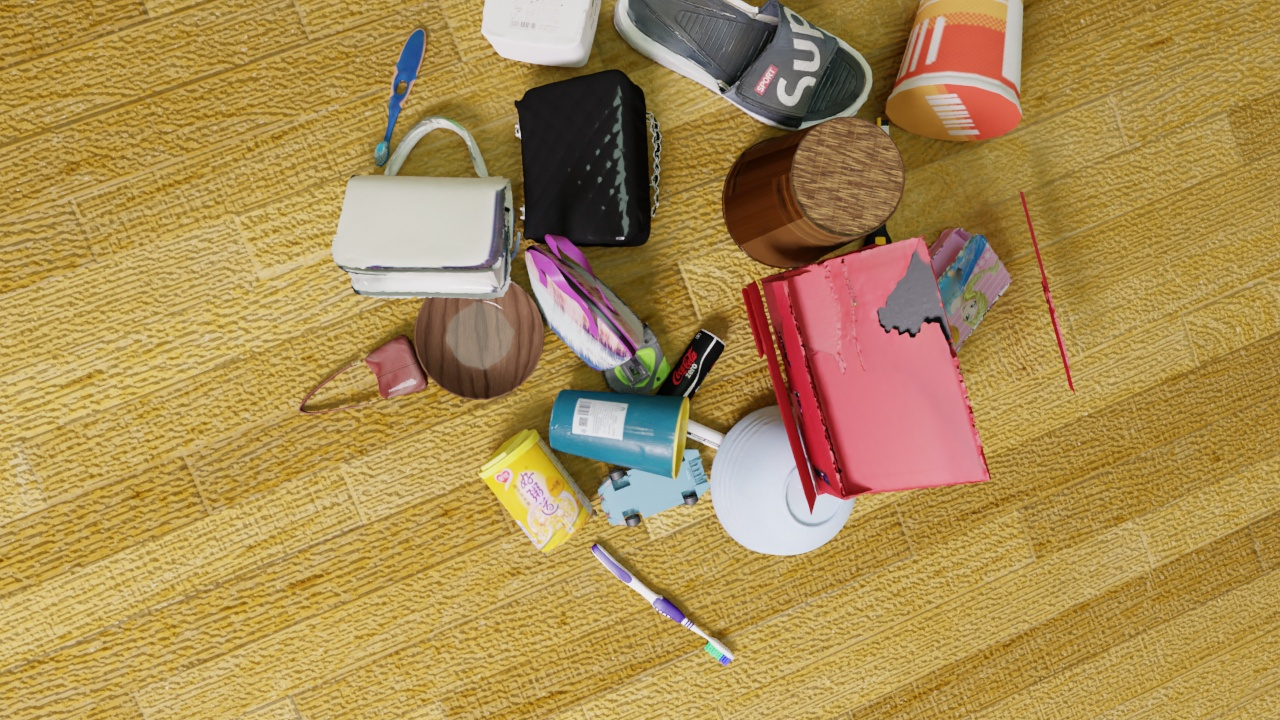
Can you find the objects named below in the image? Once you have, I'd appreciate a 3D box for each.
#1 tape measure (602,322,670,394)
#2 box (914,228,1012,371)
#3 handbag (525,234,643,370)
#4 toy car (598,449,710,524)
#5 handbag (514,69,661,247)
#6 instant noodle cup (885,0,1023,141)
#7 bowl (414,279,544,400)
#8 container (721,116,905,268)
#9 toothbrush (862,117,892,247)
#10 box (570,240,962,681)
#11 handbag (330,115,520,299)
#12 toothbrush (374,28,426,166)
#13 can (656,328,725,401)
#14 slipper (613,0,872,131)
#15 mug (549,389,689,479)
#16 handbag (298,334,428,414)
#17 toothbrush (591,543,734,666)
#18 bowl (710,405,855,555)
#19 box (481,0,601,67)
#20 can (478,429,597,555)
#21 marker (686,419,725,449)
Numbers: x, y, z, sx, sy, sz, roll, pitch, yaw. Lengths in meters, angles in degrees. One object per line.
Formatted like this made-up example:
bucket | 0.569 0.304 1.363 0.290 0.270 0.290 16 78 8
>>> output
tape measure | -0.005 0.005 0.890 0.065 0.036 0.058 -34 98 -6
box | 0.282 -0.023 0.919 0.084 0.063 0.230 39 86 -8
handbag | -0.055 -0.059 0.805 0.068 0.170 0.144 -44 74 -6
toy car | 0.011 0.123 0.902 0.107 0.027 0.060 -20 95 -10
handbag | -0.051 -0.181 0.863 0.125 0.114 0.154 -2 96 15
instant noodle cup | 0.311 -0.295 0.888 0.123 0.123 0.121 13 83 -9
bowl | -0.152 -0.023 0.868 0.119 0.032 0.119 0 93 -8
container | 0.159 -0.155 0.841 0.132 0.167 0.132 0 92 -9
toothbrush | 0.240 -0.147 0.925 0.031 0.031 0.196 1 89 4
box | 0.111 0.045 0.727 0.423 0.128 0.213 -22 99 -45
handbag | -0.187 -0.142 0.837 0.151 0.074 0.175 0 68 2
toothbrush | -0.225 -0.246 0.855 0.021 0.017 0.135 18 90 -8
can | 0.050 0.010 0.901 0.031 0.031 0.080 34 87 -9
slipper | 0.103 -0.302 0.881 0.264 0.063 0.111 25 89 -6
mug | -0.020 0.064 0.862 0.121 0.078 0.078 8 91 9
handbag | -0.264 0.022 0.859 0.119 0.029 0.055 -23 94 -2
toothbrush | 0.022 0.244 0.916 0.186 0.015 0.016 40 91 -8
bowl | 0.150 0.121 0.887 0.150 0.075 0.150 -1 93 -19
box | -0.088 -0.329 0.863 0.102 0.102 0.108 10 85 8
can | -0.098 0.123 0.866 0.067 0.068 0.105 -37 98 -6
marker | 0.060 0.074 0.913 0.133 0.017 0.020 24 125 -9
